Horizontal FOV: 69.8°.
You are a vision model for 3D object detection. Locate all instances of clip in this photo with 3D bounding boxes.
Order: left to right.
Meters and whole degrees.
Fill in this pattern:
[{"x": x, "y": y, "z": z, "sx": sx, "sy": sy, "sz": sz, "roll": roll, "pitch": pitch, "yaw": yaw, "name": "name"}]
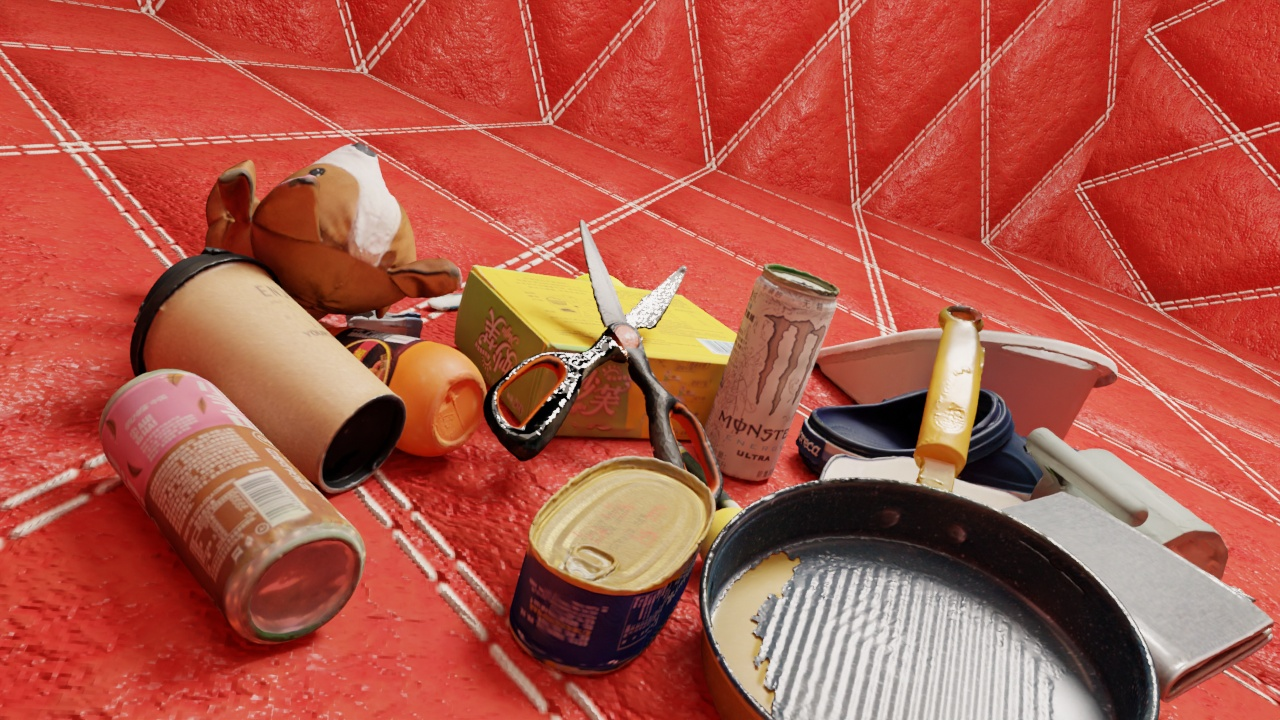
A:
[{"x": -0.193, "y": -0.026, "z": 0.693, "sx": 0.057, "sy": 0.026, "sz": 0.036, "roll": 8, "pitch": 28, "yaw": -25, "name": "clip"}]

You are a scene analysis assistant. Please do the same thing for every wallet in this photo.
[{"x": 0.258, "y": 0.124, "z": 0.504, "sx": 0.106, "sy": 0.037, "sz": 0.130, "roll": -7, "pitch": 29, "yaw": -31, "name": "wallet"}]

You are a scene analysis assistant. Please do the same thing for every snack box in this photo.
[{"x": -0.019, "y": -0.005, "z": 0.715, "sx": 0.209, "sy": 0.070, "sz": 0.158, "roll": 5, "pitch": 22, "yaw": -34, "name": "snack box"}]

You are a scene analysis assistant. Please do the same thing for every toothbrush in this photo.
[{"x": -0.132, "y": -0.063, "z": 0.867, "sx": 0.016, "sy": 0.018, "sz": 0.191, "roll": 26, "pitch": 20, "yaw": 25, "name": "toothbrush"}, {"x": 0.060, "y": 0.093, "z": 0.585, "sx": 0.012, "sy": 0.017, "sz": 0.186, "roll": 54, "pitch": -6, "yaw": -35, "name": "toothbrush"}]

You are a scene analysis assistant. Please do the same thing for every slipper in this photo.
[{"x": 0.246, "y": 0.062, "z": 0.731, "sx": 0.252, "sy": 0.095, "sz": 0.105, "roll": 8, "pitch": 22, "yaw": -16, "name": "slipper"}]

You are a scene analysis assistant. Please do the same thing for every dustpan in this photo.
[{"x": 0.316, "y": 0.004, "z": 0.889, "sx": 0.222, "sy": 0.143, "sz": 0.257, "roll": 13, "pitch": 20, "yaw": -14, "name": "dustpan"}]

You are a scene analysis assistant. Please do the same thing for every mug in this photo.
[{"x": 0.331, "y": 0.111, "z": 0.643, "sx": 0.124, "sy": 0.084, "sz": 0.103, "roll": 45, "pitch": 6, "yaw": -29, "name": "mug"}]

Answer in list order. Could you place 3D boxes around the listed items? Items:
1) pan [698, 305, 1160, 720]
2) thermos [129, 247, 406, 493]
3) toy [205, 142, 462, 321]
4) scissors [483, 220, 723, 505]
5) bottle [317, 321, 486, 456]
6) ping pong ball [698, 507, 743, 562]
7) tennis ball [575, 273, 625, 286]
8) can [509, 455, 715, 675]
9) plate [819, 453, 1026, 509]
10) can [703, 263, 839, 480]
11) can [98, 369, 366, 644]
[{"x": 0.152, "y": 0.076, "z": 0.476, "sx": 0.198, "sy": 0.078, "sz": 0.356, "roll": 14, "pitch": 31, "yaw": 15, "name": "pan"}, {"x": -0.199, "y": 0.007, "z": 0.495, "sx": 0.143, "sy": 0.093, "sz": 0.092, "roll": 31, "pitch": 22, "yaw": 19, "name": "thermos"}, {"x": -0.207, "y": -0.079, "z": 0.598, "sx": 0.140, "sy": 0.130, "sz": 0.200, "roll": 22, "pitch": -9, "yaw": -34, "name": "toy"}, {"x": -0.014, "y": 0.003, "z": 0.594, "sx": 0.231, "sy": 0.022, "sz": 0.221, "roll": -22, "pitch": 74, "yaw": -43, "name": "scissors"}, {"x": -0.166, "y": 0.009, "z": 0.562, "sx": 0.150, "sy": 0.067, "sz": 0.066, "roll": 19, "pitch": 17, "yaw": 28, "name": "bottle"}, {"x": 0.052, "y": 0.102, "z": 0.512, "sx": 0.040, "sy": 0.040, "sz": 0.040, "roll": 16, "pitch": 18, "yaw": -5, "name": "ping pong ball"}, {"x": -0.040, "y": -0.046, "z": 0.826, "sx": 0.065, "sy": 0.065, "sz": 0.065, "roll": 16, "pitch": 18, "yaw": -5, "name": "tennis ball"}, {"x": -0.011, "y": 0.096, "z": 0.458, "sx": 0.075, "sy": 0.049, "sz": 0.147, "roll": 22, "pitch": 18, "yaw": 14, "name": "can"}, {"x": 0.204, "y": 0.126, "z": 0.578, "sx": 0.205, "sy": 0.046, "sz": 0.204, "roll": 17, "pitch": 18, "yaw": -6, "name": "plate"}, {"x": 0.089, "y": 0.009, "z": 0.647, "sx": 0.058, "sy": 0.147, "sz": 0.058, "roll": 16, "pitch": 18, "yaw": -6, "name": "can"}, {"x": -0.181, "y": 0.058, "z": 0.399, "sx": 0.147, "sy": 0.058, "sz": 0.057, "roll": 31, "pitch": 23, "yaw": 36, "name": "can"}]
